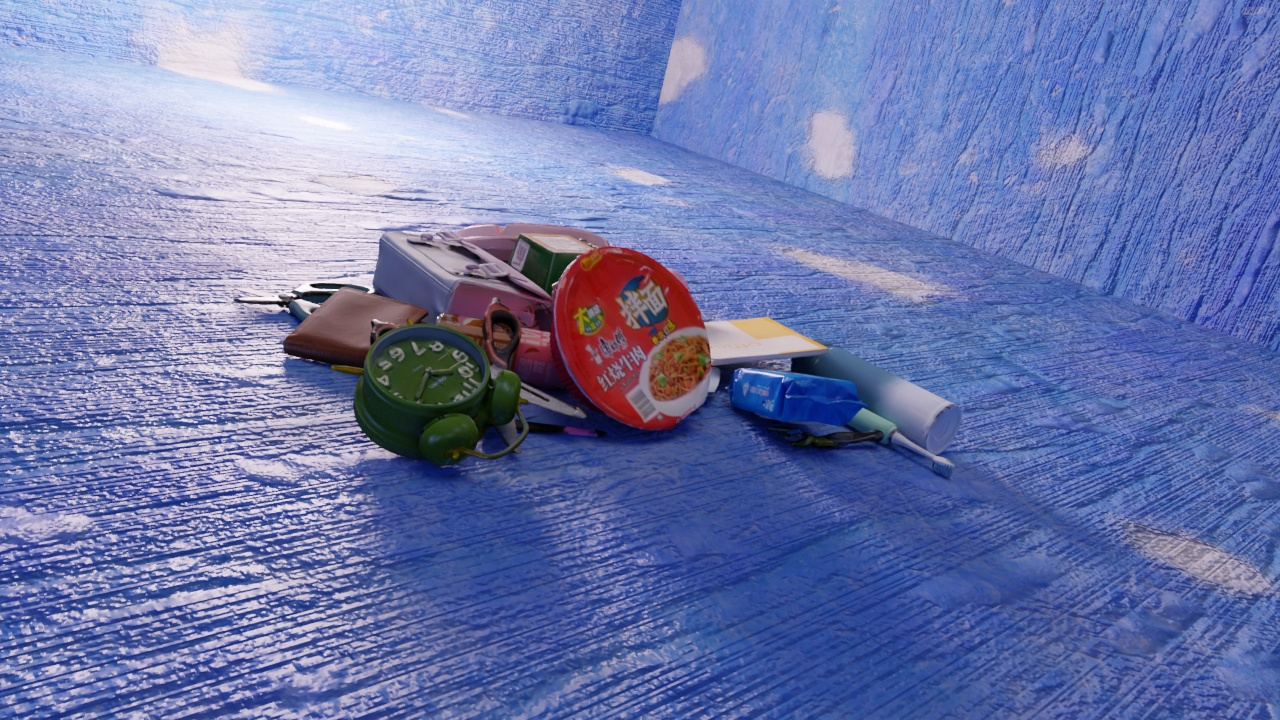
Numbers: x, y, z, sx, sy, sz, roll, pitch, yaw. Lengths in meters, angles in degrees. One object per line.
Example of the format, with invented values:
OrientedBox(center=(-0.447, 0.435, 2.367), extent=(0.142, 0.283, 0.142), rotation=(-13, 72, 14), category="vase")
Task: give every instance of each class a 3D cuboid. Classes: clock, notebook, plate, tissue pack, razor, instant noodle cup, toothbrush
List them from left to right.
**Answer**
OrientedBox(center=(-0.166, 0.031, 0.767), extent=(0.161, 0.056, 0.115), rotation=(32, 43, 15), category="clock")
OrientedBox(center=(-0.117, 0.056, 0.838), extent=(0.189, 0.018, 0.014), rotation=(7, 29, -22), category="toothbrush")
OrientedBox(center=(-0.151, -0.163, 1.289), extent=(0.229, 0.028, 0.229), rotation=(2, -2, 0), category="plate")
OrientedBox(center=(-0.020, -0.014, 0.922), extent=(0.193, 0.193, 0.066), rotation=(-3, -17, -40), category="instant noodle cup")
OrientedBox(center=(0.128, -0.027, 1.155), extent=(0.145, 0.010, 0.206), rotation=(-5, 14, -11), category="notebook")
OrientedBox(center=(0.163, 0.040, 0.983), extent=(0.095, 0.052, 0.157), rotation=(6, 2, -21), category="tissue pack")
OrientedBox(center=(0.203, 0.082, 0.978), extent=(0.142, 0.022, 0.043), rotation=(3, 0, -28), category="razor")
OrientedBox(center=(0.258, 0.071, 1.041), extent=(0.026, 0.027, 0.225), rotation=(-14, 32, -40), category="toothbrush")

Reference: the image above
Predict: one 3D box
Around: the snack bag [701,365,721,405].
OrientedBox(center=(-0.006, 0.006, 1.027), extent=(0.191, 0.039, 0.110), rotation=(17, 12, 5), category="snack bag")

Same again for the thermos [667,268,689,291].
OrientedBox(center=(0.009, -0.061, 1.183), extent=(0.087, 0.067, 0.198), rotation=(38, 27, 5), category="thermos")

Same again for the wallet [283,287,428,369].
OrientedBox(center=(-0.284, -0.030, 0.925), extent=(0.101, 0.032, 0.124), rotation=(15, 30, 4), category="wallet")

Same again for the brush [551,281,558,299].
OrientedBox(center=(-0.031, -0.061, 1.050), extent=(0.145, 0.063, 0.073), rotation=(15, -10, 2), category="brush")

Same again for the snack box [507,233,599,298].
OrientedBox(center=(-0.111, -0.099, 1.147), extent=(0.117, 0.106, 0.118), rotation=(-5, 26, -42), category="snack box")

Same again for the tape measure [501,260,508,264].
OrientedBox(center=(-0.182, -0.110, 1.235), extent=(0.058, 0.039, 0.057), rotation=(11, 19, 6), category="tape measure")

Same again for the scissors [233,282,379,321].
OrientedBox(center=(-0.346, -0.057, 0.999), extent=(0.172, 0.019, 0.179), rotation=(-5, 27, -46), category="scissors")

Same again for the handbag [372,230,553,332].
OrientedBox(center=(-0.205, -0.084, 1.066), extent=(0.144, 0.098, 0.197), rotation=(4, 21, -41), category="handbag")

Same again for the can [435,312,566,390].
OrientedBox(center=(-0.139, -0.008, 0.942), extent=(0.147, 0.058, 0.058), rotation=(11, 19, -9), category="can")

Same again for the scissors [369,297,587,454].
OrientedBox(center=(-0.152, 0.007, 0.854), extent=(0.188, 0.015, 0.222), rotation=(2, 40, -20), category="scissors")

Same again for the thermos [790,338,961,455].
OrientedBox(center=(0.273, 0.035, 1.093), extent=(0.070, 0.070, 0.220), rotation=(-3, 25, -40), category="thermos")
